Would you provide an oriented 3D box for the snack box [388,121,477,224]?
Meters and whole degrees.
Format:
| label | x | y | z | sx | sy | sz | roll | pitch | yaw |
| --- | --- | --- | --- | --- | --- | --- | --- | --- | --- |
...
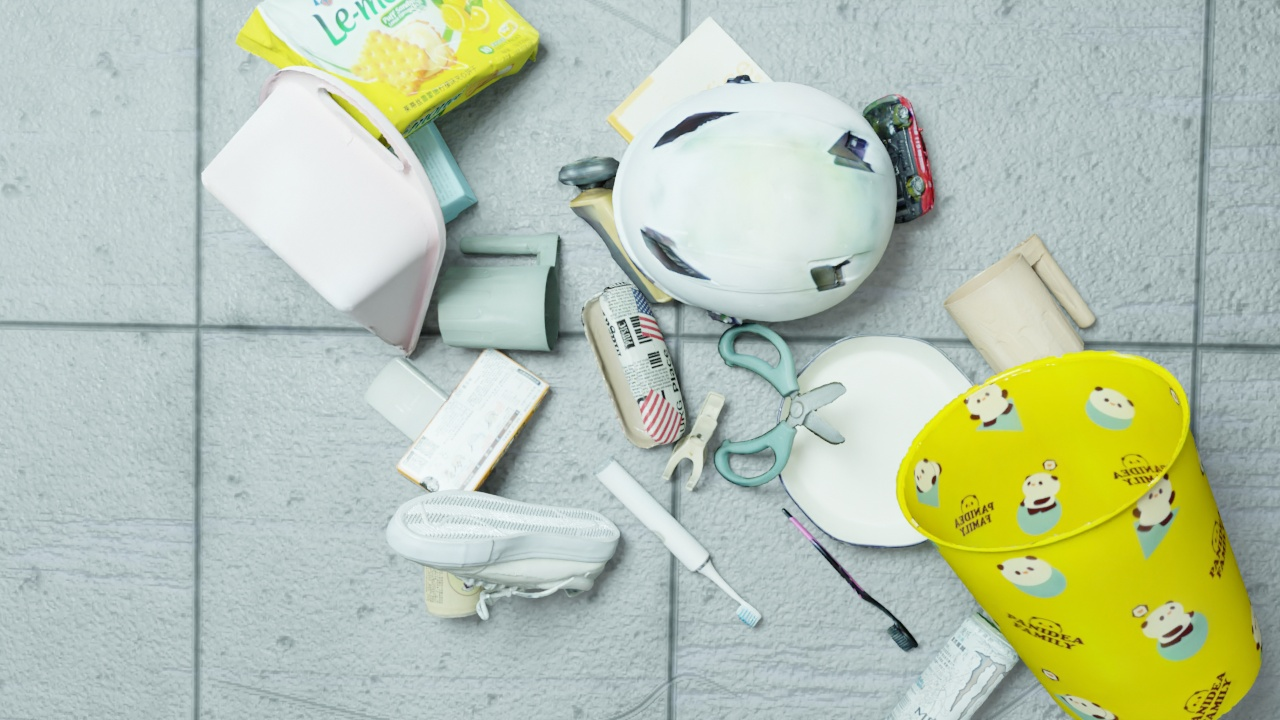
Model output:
| label | x | y | z | sx | sy | sz | roll | pitch | yaw |
| --- | --- | --- | --- | --- | --- | --- | --- | --- | --- |
| snack box | -0.238 | -0.215 | 0.909 | 0.074 | 0.051 | 0.175 | -29 | 89 | 6 |

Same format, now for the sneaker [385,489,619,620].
| label | x | y | z | sx | sy | sz | roll | pitch | yaw |
| --- | --- | --- | --- | --- | --- | --- | --- | --- | --- |
| sneaker | -0.131 | 0.183 | 0.851 | 0.089 | 0.241 | 0.091 | 39 | 109 | 46 |

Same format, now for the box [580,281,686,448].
| label | x | y | z | sx | sy | sz | roll | pitch | yaw |
| --- | --- | --- | --- | --- | --- | --- | --- | --- | --- |
| box | -0.003 | 0.004 | 0.882 | 0.076 | 0.087 | 0.163 | -19 | 88 | -3 |

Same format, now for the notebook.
| label | x | y | z | sx | sy | sz | roll | pitch | yaw |
| --- | --- | --- | --- | --- | --- | --- | --- | --- | --- |
| notebook | 0.088 | -0.216 | 0.906 | 0.146 | 0.010 | 0.206 | -43 | 88 | 4 |

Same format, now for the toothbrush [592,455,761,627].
| label | x | y | z | sx | sy | sz | roll | pitch | yaw |
| --- | --- | --- | --- | --- | --- | --- | --- | --- | --- |
| toothbrush | 0.039 | 0.181 | 0.914 | 0.221 | 0.027 | 0.026 | 45 | 72 | 1 |

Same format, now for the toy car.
| label | x | y | z | sx | sy | sz | roll | pitch | yaw |
| --- | --- | --- | --- | --- | --- | --- | --- | --- | --- |
| toy car | 0.247 | -0.192 | 0.875 | 0.045 | 0.053 | 0.120 | -18 | 95 | -35 |

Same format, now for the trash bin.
| label | x | y | z | sx | sy | sz | roll | pitch | yaw |
| --- | --- | --- | --- | --- | --- | --- | --- | --- | --- |
| trash bin | 0.379 | 0.160 | 0.774 | 0.230 | 0.229 | 0.255 | -34 | 110 | 4 |

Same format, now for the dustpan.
| label | x | y | z | sx | sy | sz | roll | pitch | yaw |
| --- | --- | --- | --- | --- | --- | --- | --- | --- | --- |
| dustpan | -0.260 | -0.132 | 0.825 | 0.222 | 0.273 | 0.138 | 42 | 83 | -3 |

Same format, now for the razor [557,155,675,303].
| label | x | y | z | sx | sy | sz | roll | pitch | yaw |
| --- | --- | --- | --- | --- | --- | --- | --- | --- | --- |
| razor | -0.015 | -0.128 | 0.896 | 0.068 | 0.062 | 0.167 | -31 | 95 | 34 |

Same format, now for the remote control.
| label | x | y | z | sx | sy | sz | roll | pitch | yaw |
| --- | --- | --- | --- | --- | --- | --- | --- | --- | --- |
| remote control | -0.207 | 0.063 | 0.930 | 0.150 | 0.021 | 0.058 | 40 | 94 | 2 |

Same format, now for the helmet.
| label | x | y | z | sx | sy | sz | roll | pitch | yaw |
| --- | --- | --- | --- | --- | --- | --- | --- | --- | --- |
| helmet | 0.109 | -0.137 | 0.813 | 0.258 | 0.146 | 0.229 | 7 | 99 | -7 |

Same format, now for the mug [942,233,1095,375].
| label | x | y | z | sx | sy | sz | roll | pitch | yaw |
| --- | --- | --- | --- | --- | --- | --- | --- | --- | --- |
| mug | 0.363 | -0.046 | 0.865 | 0.124 | 0.084 | 0.103 | -36 | 90 | -22 |

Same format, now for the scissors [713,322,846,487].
| label | x | y | z | sx | sy | sz | roll | pitch | yaw |
| --- | --- | --- | --- | --- | --- | --- | --- | --- | --- |
| scissors | 0.118 | 0.033 | 0.876 | 0.171 | 0.019 | 0.181 | -37 | 64 | 41 |

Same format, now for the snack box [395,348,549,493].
| label | x | y | z | sx | sy | sz | roll | pitch | yaw |
| --- | --- | --- | --- | --- | --- | --- | --- | --- | --- |
| snack box | -0.162 | 0.066 | 0.896 | 0.075 | 0.026 | 0.153 | 33 | 70 | 3 |

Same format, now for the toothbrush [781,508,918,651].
| label | x | y | z | sx | sy | sz | roll | pitch | yaw |
| --- | --- | --- | --- | --- | --- | --- | --- | --- | --- |
| toothbrush | 0.204 | 0.217 | 0.910 | 0.189 | 0.014 | 0.018 | 46 | 106 | 2 |

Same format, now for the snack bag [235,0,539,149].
| label | x | y | z | sx | sy | sz | roll | pitch | yaw |
| --- | --- | --- | --- | --- | --- | --- | --- | --- | --- |
| snack bag | -0.219 | -0.289 | 0.845 | 0.158 | 0.068 | 0.245 | 44 | 53 | 1 |

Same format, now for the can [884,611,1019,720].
| label | x | y | z | sx | sy | sz | roll | pitch | yaw |
| --- | --- | --- | --- | --- | --- | --- | --- | --- | --- |
| can | 0.300 | 0.316 | 0.883 | 0.058 | 0.058 | 0.147 | 38 | 94 | 2 |

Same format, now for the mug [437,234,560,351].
| label | x | y | z | sx | sy | sz | roll | pitch | yaw |
| --- | --- | --- | --- | --- | --- | --- | --- | --- | --- |
| mug | -0.134 | -0.069 | 0.900 | 0.103 | 0.084 | 0.123 | 0 | 65 | 5 |

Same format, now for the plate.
| label | x | y | z | sx | sy | sz | roll | pitch | yaw |
| --- | --- | --- | --- | --- | --- | --- | --- | --- | --- |
| plate | 0.230 | 0.076 | 0.888 | 0.205 | 0.045 | 0.205 | 0 | 93 | 5 |

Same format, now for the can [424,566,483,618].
| label | x | y | z | sx | sy | sz | roll | pitch | yaw |
| --- | --- | --- | --- | --- | --- | --- | --- | --- | --- |
| can | -0.185 | 0.191 | 0.914 | 0.058 | 0.058 | 0.116 | 1 | 92 | 4 |

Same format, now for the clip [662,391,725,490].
| label | x | y | z | sx | sy | sz | roll | pitch | yaw |
| --- | --- | --- | --- | --- | --- | --- | --- | --- | --- |
| clip | 0.054 | 0.079 | 0.899 | 0.034 | 0.066 | 0.099 | 23 | 116 | 5 |
